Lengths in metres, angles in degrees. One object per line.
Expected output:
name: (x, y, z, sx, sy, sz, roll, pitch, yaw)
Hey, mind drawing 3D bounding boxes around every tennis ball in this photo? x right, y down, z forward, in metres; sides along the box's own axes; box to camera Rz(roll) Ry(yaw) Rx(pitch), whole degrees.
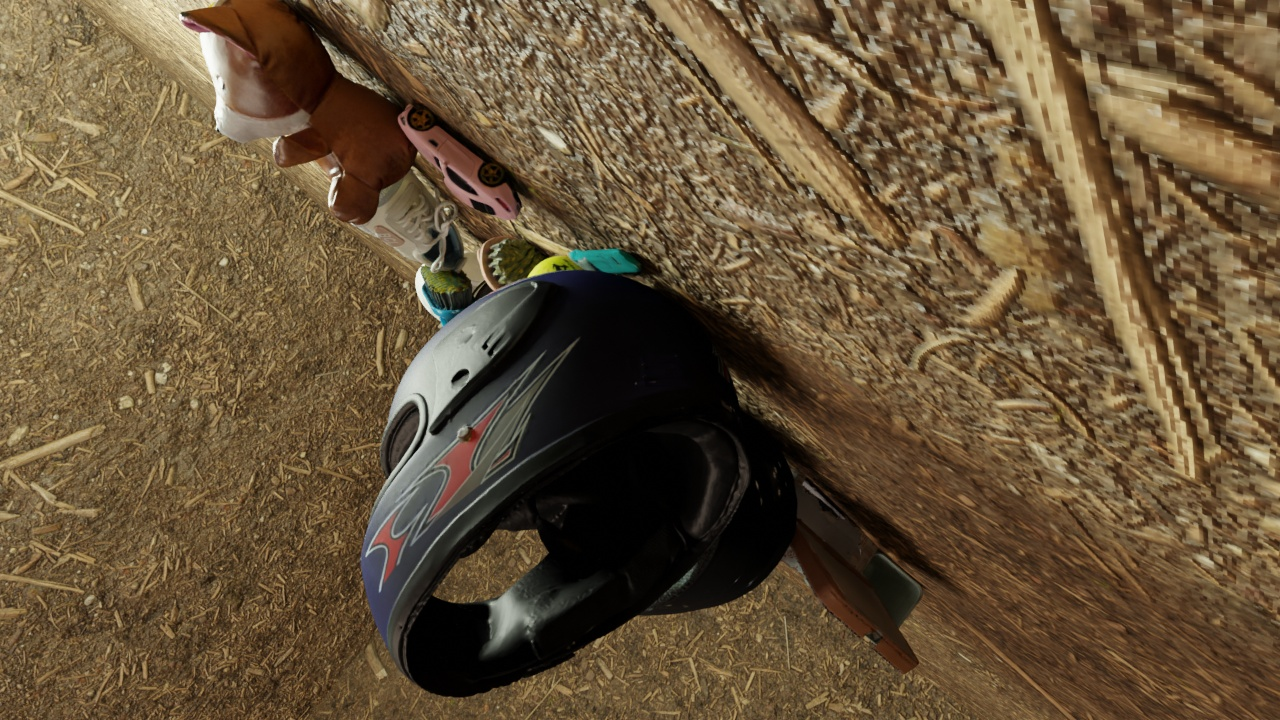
tennis ball: (-0.070, -0.060, 0.815, 0.065, 0.065, 0.065, 38, 172, 6)

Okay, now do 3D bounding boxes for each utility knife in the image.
utility knife: (-0.031, -0.078, 0.725, 0.029, 0.013, 0.151, 38, 173, -18)

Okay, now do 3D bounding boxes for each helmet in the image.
helmet: (-0.082, 0.070, 0.710, 0.240, 0.315, 0.247, 49, 175, 46)
helmet: (0.019, 0.135, 0.929, 0.230, 0.233, 0.275, 15, -175, -34)

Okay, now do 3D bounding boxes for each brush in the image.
brush: (-0.237, -0.075, 1.137, 0.144, 0.055, 0.073, -138, 40, -60)
brush: (-0.105, -0.068, 0.930, 0.145, 0.063, 0.073, 41, 161, -17)

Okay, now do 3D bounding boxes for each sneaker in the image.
sneaker: (-0.254, -0.155, 1.021, 0.091, 0.089, 0.242, 34, 172, 12)

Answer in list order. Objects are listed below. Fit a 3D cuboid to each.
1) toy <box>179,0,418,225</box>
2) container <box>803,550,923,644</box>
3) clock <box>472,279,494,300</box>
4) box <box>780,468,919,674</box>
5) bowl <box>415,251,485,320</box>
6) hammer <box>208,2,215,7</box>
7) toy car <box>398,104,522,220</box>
toy: (-0.281, -0.211, 0.748, 0.199, 0.130, 0.140, 52, -174, -33)
container: (0.271, 0.278, 1.139, 0.090, 0.090, 0.111, 40, 176, -13)
clock: (-0.171, -0.071, 1.149, 0.122, 0.082, 0.055, 30, 164, 43)
box: (0.198, 0.213, 1.015, 0.178, 0.105, 0.261, 43, 171, -30)
bowl: (-0.236, -0.109, 1.239, 0.118, 0.118, 0.065, 39, 133, -8)
hammer: (-0.445, -0.334, 1.061, 0.129, 0.032, 0.301, 42, 171, -23)
toy car: (-0.145, -0.154, 0.730, 0.122, 0.037, 0.056, 39, 171, 5)
